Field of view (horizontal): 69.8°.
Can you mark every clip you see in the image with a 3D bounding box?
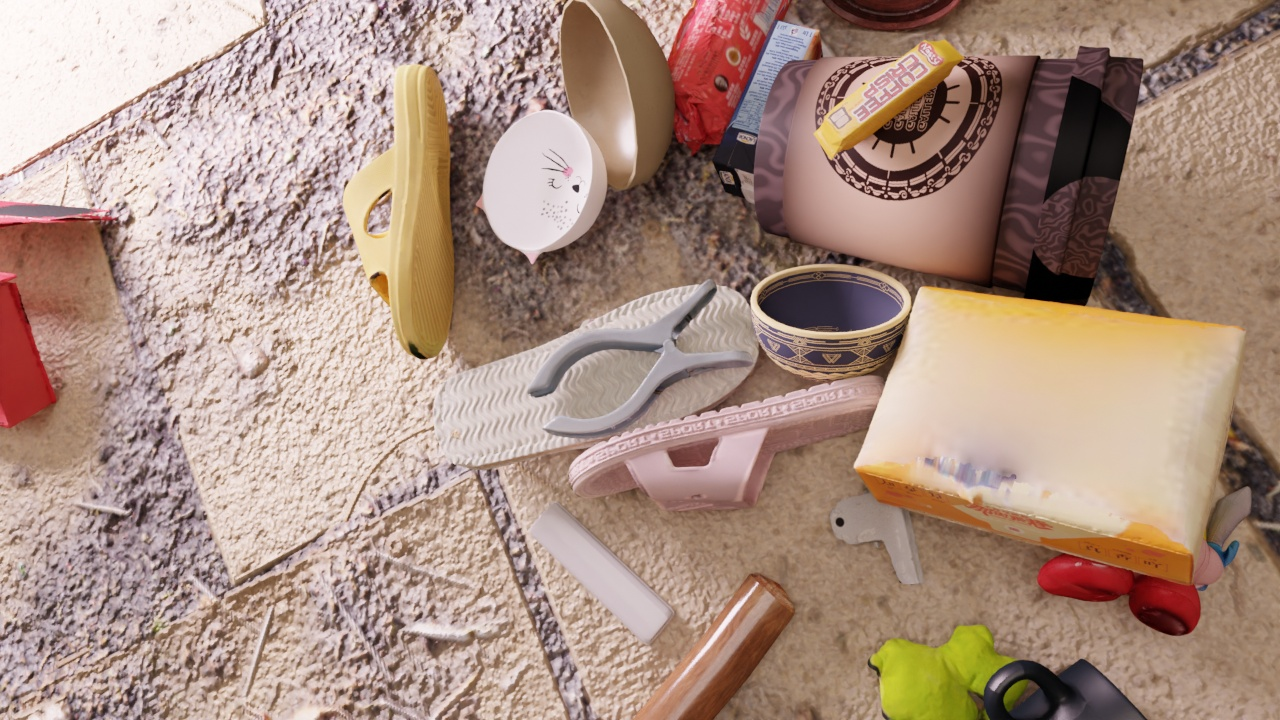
[{"bbox_3d":[0.173,0.114,0.666,0.056,0.056,0.102,2,71,-31],"label":"clip"},{"bbox_3d":[-0.011,-0.011,0.683,0.163,0.028,0.112,-23,73,1],"label":"clip"}]

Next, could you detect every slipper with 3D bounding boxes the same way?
[{"bbox_3d":[-0.034,0.016,0.723,0.263,0.052,0.115,-19,71,5],"label":"slipper"},{"bbox_3d":[-0.206,-0.130,0.775,0.078,0.099,0.263,-3,72,3],"label":"slipper"},{"bbox_3d":[0.069,0.074,0.662,0.239,0.094,0.064,-16,69,4],"label":"slipper"}]

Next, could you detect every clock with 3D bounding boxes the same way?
[{"bbox_3d":[0.213,-0.325,0.710,0.158,0.120,0.072,5,70,23],"label":"clock"}]

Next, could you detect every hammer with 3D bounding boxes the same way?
[{"bbox_3d":[-0.001,0.273,0.659,0.158,0.037,0.300,40,88,19],"label":"hammer"}]

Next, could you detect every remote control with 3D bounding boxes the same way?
[{"bbox_3d":[-0.032,0.162,0.706,0.131,0.012,0.033,40,88,19],"label":"remote control"}]

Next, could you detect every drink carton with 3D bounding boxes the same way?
[{"bbox_3d":[0.103,-0.196,0.733,0.040,0.064,0.130,22,83,19],"label":"drink carton"}]

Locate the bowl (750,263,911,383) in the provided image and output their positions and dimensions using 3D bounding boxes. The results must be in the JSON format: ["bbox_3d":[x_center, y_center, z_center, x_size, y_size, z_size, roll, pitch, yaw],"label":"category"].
[{"bbox_3d":[0.138,-0.019,0.673,0.112,0.112,0.061,4,122,15],"label":"bowl"}]

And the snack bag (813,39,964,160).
[{"bbox_3d":[0.155,-0.167,0.579,0.099,0.020,0.026,-35,63,13],"label":"snack bag"}]

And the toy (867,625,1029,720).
[{"bbox_3d":[0.207,0.219,0.622,0.094,0.036,0.093,44,85,13],"label":"toy"}]

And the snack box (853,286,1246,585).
[{"bbox_3d":[0.252,0.037,0.577,0.195,0.080,0.145,12,69,34],"label":"snack box"}]

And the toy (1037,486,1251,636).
[{"bbox_3d":[0.334,0.101,0.595,0.124,0.097,0.131,17,57,14],"label":"toy"}]

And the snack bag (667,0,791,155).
[{"bbox_3d":[0.068,-0.262,0.749,0.082,0.082,0.176,21,82,18],"label":"snack bag"}]

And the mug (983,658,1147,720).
[{"bbox_3d":[0.258,0.236,0.569,0.094,0.085,0.121,-39,100,2],"label":"mug"}]

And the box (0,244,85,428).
[{"bbox_3d":[-0.683,-0.001,0.744,0.217,0.350,0.198,7,116,13],"label":"box"}]

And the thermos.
[{"bbox_3d":[0.208,-0.137,0.645,0.226,0.172,0.172,13,80,23],"label":"thermos"}]

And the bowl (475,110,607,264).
[{"bbox_3d":[-0.071,-0.143,0.762,0.115,0.050,0.114,-3,85,33],"label":"bowl"}]

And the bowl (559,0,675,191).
[{"bbox_3d":[-0.013,-0.216,0.732,0.050,0.153,0.152,-20,71,-17],"label":"bowl"}]
